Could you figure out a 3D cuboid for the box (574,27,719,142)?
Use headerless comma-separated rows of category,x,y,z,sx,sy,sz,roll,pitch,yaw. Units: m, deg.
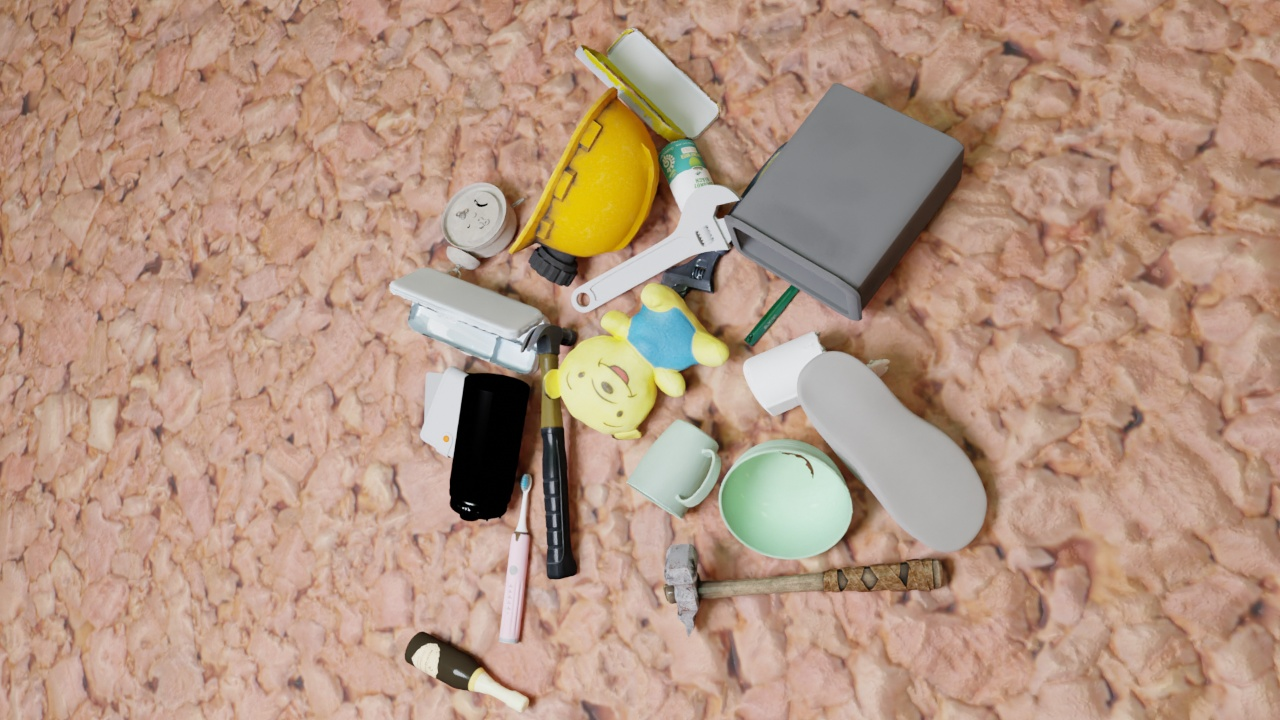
box,0.007,-0.379,1.274,0.117,0.057,0.210,-29,63,-27

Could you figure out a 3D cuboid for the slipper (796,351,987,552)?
slipper,0.276,0.101,1.047,0.266,0.081,0.113,44,81,0

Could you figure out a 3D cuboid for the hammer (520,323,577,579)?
hammer,-0.114,0.115,1.199,0.025,0.117,0.332,-7,82,25

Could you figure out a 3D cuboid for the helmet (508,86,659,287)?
helmet,-0.052,-0.215,1.207,0.131,0.205,0.256,32,109,-4

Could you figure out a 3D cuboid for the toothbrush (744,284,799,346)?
toothbrush,0.196,-0.095,1.159,0.016,0.017,0.190,42,96,22

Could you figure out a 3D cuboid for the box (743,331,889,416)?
box,0.212,0.011,1.102,0.166,0.083,0.092,-26,61,14

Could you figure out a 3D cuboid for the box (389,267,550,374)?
box,-0.241,-0.057,1.241,0.215,0.127,0.106,19,96,12

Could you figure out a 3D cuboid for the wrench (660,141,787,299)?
wrench,0.117,-0.173,1.204,0.073,0.022,0.273,40,96,30

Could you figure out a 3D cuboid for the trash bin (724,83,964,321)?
trash bin,0.244,-0.192,1.101,0.192,0.097,0.219,35,84,24

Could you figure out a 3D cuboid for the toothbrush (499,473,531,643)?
toothbrush,-0.164,0.263,1.225,0.027,0.026,0.222,3,81,11

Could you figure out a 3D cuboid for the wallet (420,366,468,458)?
wallet,-0.263,0.073,1.284,0.115,0.037,0.118,27,102,18

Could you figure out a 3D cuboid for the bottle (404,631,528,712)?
bottle,-0.226,0.415,1.208,0.185,0.045,0.045,18,86,24

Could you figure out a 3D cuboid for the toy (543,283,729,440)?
toy,-0.007,0.007,1.180,0.214,0.084,0.149,-43,86,10

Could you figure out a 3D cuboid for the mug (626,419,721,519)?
mug,0.053,0.135,1.126,0.104,0.084,0.111,-56,33,-8

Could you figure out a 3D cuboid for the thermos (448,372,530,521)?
thermos,-0.204,0.124,1.216,0.086,0.086,0.199,17,106,24

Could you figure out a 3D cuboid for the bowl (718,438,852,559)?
bowl,0.171,0.151,1.073,0.151,0.076,0.151,5,118,10

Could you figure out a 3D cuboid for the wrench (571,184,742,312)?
wrench,0.015,-0.143,1.208,0.274,0.018,0.086,-26,93,24

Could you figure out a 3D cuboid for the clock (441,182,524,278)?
clock,-0.238,-0.179,1.327,0.103,0.061,0.156,21,80,26

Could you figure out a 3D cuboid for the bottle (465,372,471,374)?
bottle,-0.252,0.029,1.309,0.106,0.025,0.025,5,81,22

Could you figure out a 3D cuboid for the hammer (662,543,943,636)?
hammer,0.184,0.259,1.062,0.319,0.122,0.048,-7,32,13

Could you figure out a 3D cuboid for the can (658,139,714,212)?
can,0.065,-0.241,1.220,0.055,0.055,0.101,-27,71,15
